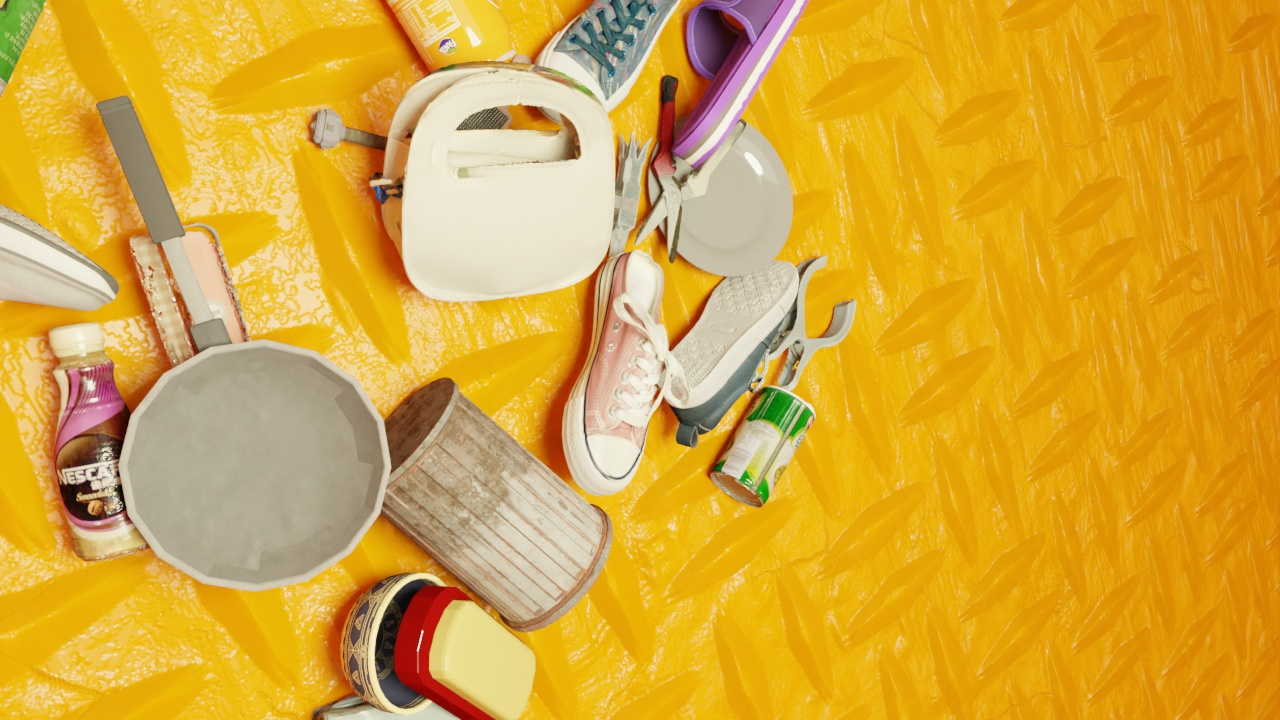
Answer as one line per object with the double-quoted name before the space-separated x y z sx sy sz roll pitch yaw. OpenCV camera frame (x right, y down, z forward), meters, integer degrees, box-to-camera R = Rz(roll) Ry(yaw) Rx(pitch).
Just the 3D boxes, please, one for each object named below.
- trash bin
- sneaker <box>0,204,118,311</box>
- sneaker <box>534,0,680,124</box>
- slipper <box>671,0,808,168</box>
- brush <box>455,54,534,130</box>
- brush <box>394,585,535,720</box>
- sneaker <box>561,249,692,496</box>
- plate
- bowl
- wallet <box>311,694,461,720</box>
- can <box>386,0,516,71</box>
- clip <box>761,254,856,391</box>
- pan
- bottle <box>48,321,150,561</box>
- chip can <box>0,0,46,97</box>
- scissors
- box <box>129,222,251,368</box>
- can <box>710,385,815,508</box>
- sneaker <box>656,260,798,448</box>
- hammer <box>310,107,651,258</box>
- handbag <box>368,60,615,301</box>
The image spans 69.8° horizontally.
"trash bin" -0.129 0.129 0.786 0.211 0.131 0.130 46 68 -24
"sneaker" -0.481 -0.059 0.577 0.262 0.097 0.129 19 93 -34
"sneaker" -0.015 -0.316 0.861 0.087 0.079 0.235 39 67 -15
"slipper" 0.085 -0.320 0.918 0.084 0.107 0.265 35 66 -15
"brush" -0.129 -0.235 0.816 0.050 0.015 0.135 36 54 -11
"brush" -0.141 0.259 0.788 0.173 0.042 0.082 58 37 -46
"sneaker" -0.005 0.005 0.841 0.118 0.088 0.240 24 65 -38
"plate" 0.085 -0.176 0.971 0.178 0.012 0.178 4 81 -26
"bowl" -0.211 0.234 0.769 0.112 0.061 0.112 -3 90 -65
"wallet" -0.213 0.334 0.788 0.131 0.054 0.100 -4 95 -38
"can" -0.170 -0.307 0.771 0.079 0.079 0.142 -41 113 -25
"clip" 0.205 -0.022 1.047 0.141 0.029 0.171 43 61 -27
"pan" -0.302 -0.010 0.652 0.178 0.041 0.357 -21 98 -14
"bottle" -0.386 0.056 0.655 0.059 0.060 0.166 -12 98 -32
"chip can" -0.429 -0.258 0.607 0.075 0.076 0.223 23 79 -32
"scissors" 0.047 -0.202 0.938 0.179 0.015 0.193 -21 93 -28
"box" -0.329 -0.010 0.702 0.043 0.083 0.187 -11 103 9
"can" 0.133 0.092 0.993 0.067 0.067 0.120 43 70 -27
"sneaker" 0.100 -0.012 0.955 0.234 0.089 0.087 -49 133 -30
"hammer" -0.137 -0.167 0.830 0.316 0.028 0.147 8 92 -33
"handbag" -0.118 -0.155 0.754 0.200 0.093 0.200 -8 135 -25
